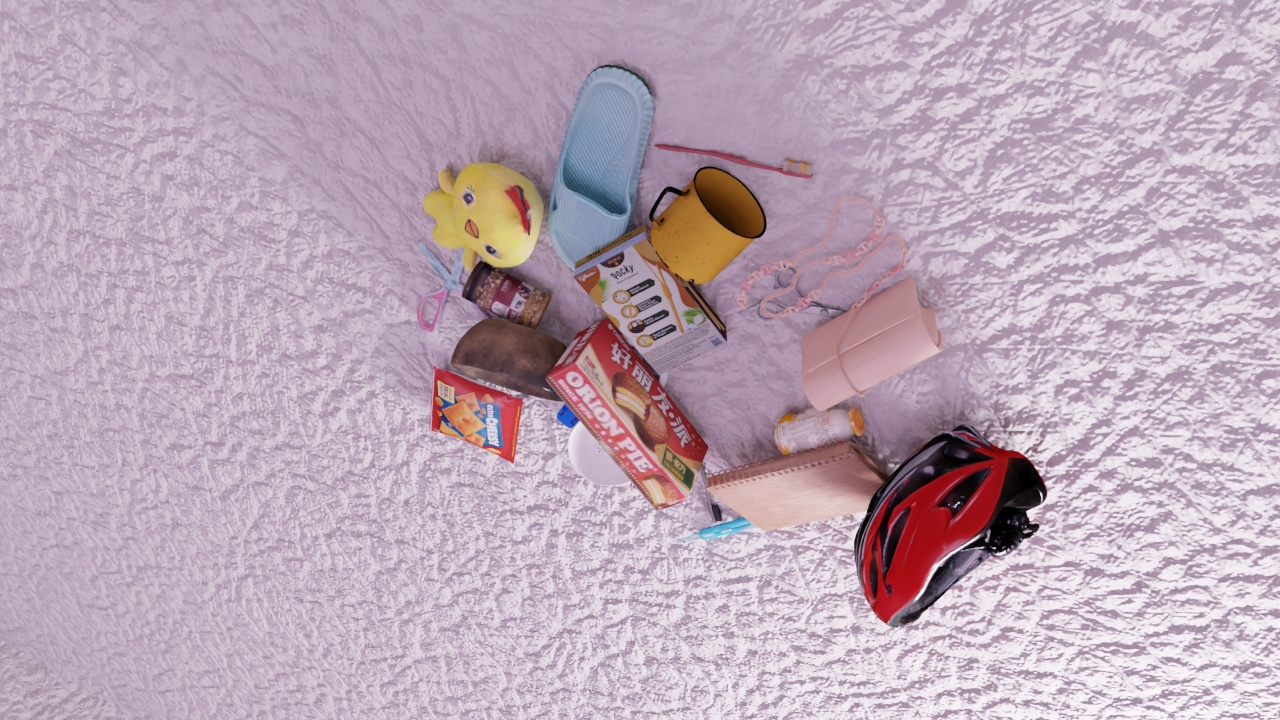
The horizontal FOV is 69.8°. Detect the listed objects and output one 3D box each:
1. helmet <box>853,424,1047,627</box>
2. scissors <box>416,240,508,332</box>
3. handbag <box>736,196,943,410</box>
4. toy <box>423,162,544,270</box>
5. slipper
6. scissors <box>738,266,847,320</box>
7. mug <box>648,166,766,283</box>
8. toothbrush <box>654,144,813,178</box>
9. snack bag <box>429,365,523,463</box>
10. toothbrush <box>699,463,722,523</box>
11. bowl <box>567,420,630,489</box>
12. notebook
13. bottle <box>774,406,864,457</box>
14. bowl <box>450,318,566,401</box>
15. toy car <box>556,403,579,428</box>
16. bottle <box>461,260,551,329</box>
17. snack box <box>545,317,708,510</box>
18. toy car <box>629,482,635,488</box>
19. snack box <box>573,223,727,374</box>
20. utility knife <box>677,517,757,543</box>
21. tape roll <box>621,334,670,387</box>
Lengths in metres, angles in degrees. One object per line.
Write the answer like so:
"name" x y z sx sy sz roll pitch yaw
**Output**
"helmet" 0.359 0.206 1.103 0.167 0.217 0.273 45 125 31
"scissors" -0.249 -0.090 1.272 0.175 0.013 0.171 31 125 2
"handbag" 0.214 -0.048 1.024 0.199 0.116 0.187 -31 110 28
"toy" -0.197 -0.181 1.143 0.208 0.092 0.134 -1 116 34
"slipper" -0.054 -0.207 1.075 0.116 0.069 0.277 24 128 10
"scissors" 0.204 -0.053 1.103 0.160 0.014 0.121 40 118 -5
"mug" 0.064 -0.154 1.034 0.123 0.100 0.094 20 136 -28
"toothbrush" 0.103 -0.228 1.029 0.184 0.015 0.016 13 124 15
"snack bag" -0.246 0.081 1.369 0.144 0.039 0.131 20 128 9
"toothbrush" 0.090 0.166 1.305 0.013 0.012 0.167 -9 119 18
"bowl" -0.042 0.115 1.291 0.115 0.050 0.115 2 112 6
"notebook" 0.213 0.168 1.205 0.211 0.022 0.169 -19 141 32
"bottle" 0.227 0.089 1.163 0.109 0.063 0.063 -20 113 31
"bowl" -0.165 -0.003 1.220 0.162 0.070 0.162 17 170 3
"toy car" -0.091 0.065 1.312 0.033 0.062 0.092 39 99 -3
"bottle" -0.176 -0.084 1.211 0.105 0.056 0.056 27 129 -3
"snack box" -0.012 0.071 1.194 0.060 0.112 0.236 -27 109 34
"toy car" 0.008 0.172 1.321 0.092 0.037 0.040 29 135 35
"snack box" 0.015 -0.070 1.118 0.101 0.031 0.186 -26 127 22
"utility knife" 0.113 0.254 1.356 0.149 0.015 0.022 -25 107 37
"tape roll" -0.007 0.007 1.233 0.094 0.018 0.094 11 126 15
